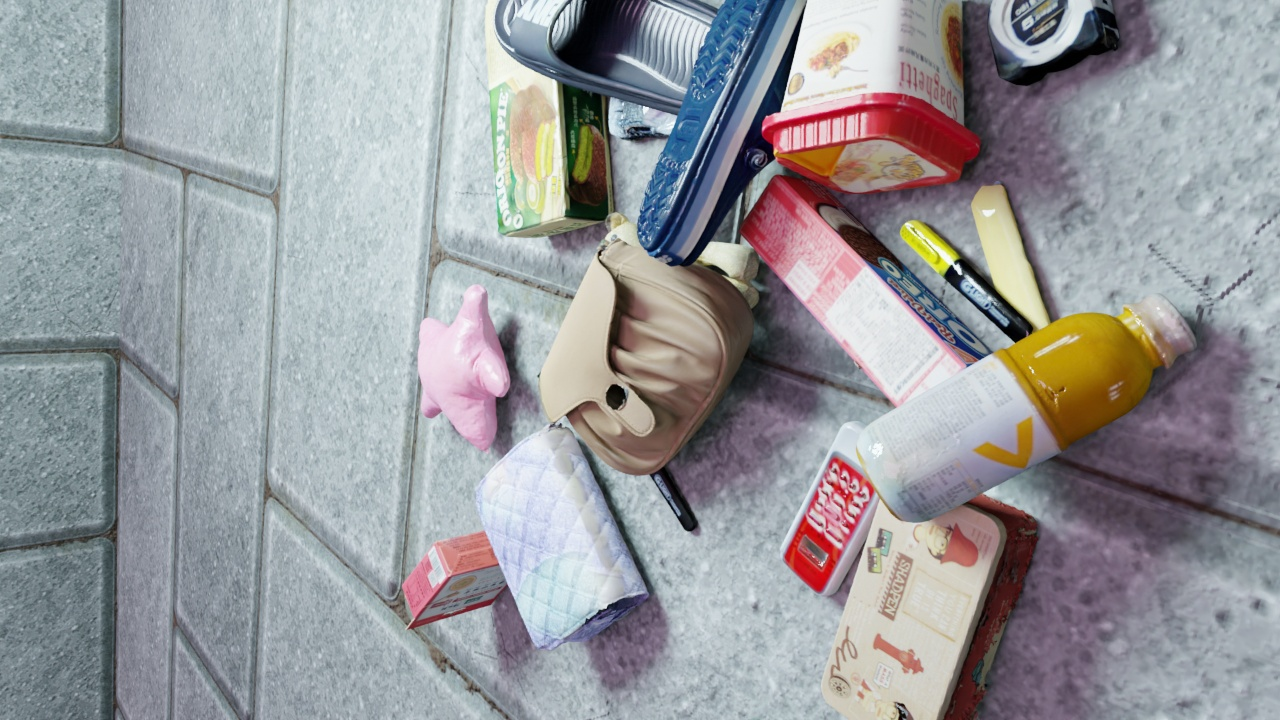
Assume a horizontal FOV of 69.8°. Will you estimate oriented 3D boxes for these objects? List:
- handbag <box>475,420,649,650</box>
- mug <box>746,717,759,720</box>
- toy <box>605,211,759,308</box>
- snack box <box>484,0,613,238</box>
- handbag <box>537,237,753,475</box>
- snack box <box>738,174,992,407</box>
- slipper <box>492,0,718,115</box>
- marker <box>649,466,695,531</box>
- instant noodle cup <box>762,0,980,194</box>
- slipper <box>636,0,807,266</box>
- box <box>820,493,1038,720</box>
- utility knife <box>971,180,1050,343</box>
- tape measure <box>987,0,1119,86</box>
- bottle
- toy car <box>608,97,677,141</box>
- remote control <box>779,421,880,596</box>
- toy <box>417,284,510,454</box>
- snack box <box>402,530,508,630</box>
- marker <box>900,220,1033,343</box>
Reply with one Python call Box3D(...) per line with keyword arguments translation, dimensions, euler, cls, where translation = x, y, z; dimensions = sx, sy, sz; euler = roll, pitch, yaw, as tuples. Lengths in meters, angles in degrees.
Box3D(translation=(-0.080, 0.175, 0.908), dimensions=(0.134, 0.075, 0.193), euler=(-44, 62, 35), cls="handbag")
Box3D(translation=(0.095, 0.328, 0.703), dimensions=(0.124, 0.103, 0.084), euler=(32, 116, 43), cls="mug")
Box3D(translation=(0.032, -0.080, 0.772), dimensions=(0.157, 0.066, 0.105), euler=(18, 122, 34), cls="toy")
Box3D(translation=(-0.092, -0.246, 0.898), dimensions=(0.115, 0.063, 0.240), euler=(-5, 89, 48), cls="snack box")
Box3D(translation=(-0.004, 0.004, 0.757), dimensions=(0.148, 0.099, 0.205), euler=(35, 132, 6), cls="handbag")
Box3D(translation=(0.155, -0.045, 0.644), dimensions=(0.207, 0.057, 0.058), euler=(54, 127, 31), cls="snack box")
Box3D(translation=(-0.028, -0.281, 0.765), dimensions=(0.268, 0.083, 0.111), euler=(28, 100, 26), cls="slipper")
Box3D(translation=(0.015, 0.104, 0.840), dimensions=(0.123, 0.015, 0.018), euler=(57, 135, 26), cls="marker")
Box3D(translation=(0.155, -0.185, 0.602), dimensions=(0.117, 0.116, 0.124), euler=(1, 82, 47), cls="instant noodle cup")
Box3D(translation=(0.082, -0.181, 0.670), dimensions=(0.253, 0.095, 0.105), euler=(-66, 22, 3), cls="slipper")
Box3D(translation=(0.196, 0.167, 0.609), dimensions=(0.091, 0.079, 0.168), euler=(25, 105, 45), cls="box")
Box3D(translation=(0.241, -0.042, 0.580), dimensions=(0.031, 0.018, 0.151), euler=(-25, 76, 44), cls="utility knife")
Box3D(translation=(0.245, -0.206, 0.550), dimensions=(0.066, 0.033, 0.066), euler=(-13, 85, 46), cls="tape measure")
Box3D(translation=(0.220, 0.026, 0.533), dimensions=(0.190, 0.068, 0.068), euler=(-33, 66, 16), cls="bottle")
Box3D(translation=(0.009, -0.222, 0.812), dimensions=(0.106, 0.031, 0.049), euler=(10, 101, 46), cls="toy car")
Box3D(translation=(0.149, 0.112, 0.689), dimensions=(0.056, 0.020, 0.136), euler=(43, 123, 38), cls="remote control")
Box3D(translation=(-0.201, 0.022, 1.032), dimensions=(0.195, 0.074, 0.178), euler=(-25, 77, 49), cls="toy")
Box3D(translation=(-0.193, 0.235, 1.006), dimensions=(0.127, 0.113, 0.044), euler=(-50, 59, 38), cls="snack box")
Box3D(translation=(0.212, -0.053, 0.601), dimensions=(0.124, 0.015, 0.018), euler=(57, 141, 38), cls="marker")
